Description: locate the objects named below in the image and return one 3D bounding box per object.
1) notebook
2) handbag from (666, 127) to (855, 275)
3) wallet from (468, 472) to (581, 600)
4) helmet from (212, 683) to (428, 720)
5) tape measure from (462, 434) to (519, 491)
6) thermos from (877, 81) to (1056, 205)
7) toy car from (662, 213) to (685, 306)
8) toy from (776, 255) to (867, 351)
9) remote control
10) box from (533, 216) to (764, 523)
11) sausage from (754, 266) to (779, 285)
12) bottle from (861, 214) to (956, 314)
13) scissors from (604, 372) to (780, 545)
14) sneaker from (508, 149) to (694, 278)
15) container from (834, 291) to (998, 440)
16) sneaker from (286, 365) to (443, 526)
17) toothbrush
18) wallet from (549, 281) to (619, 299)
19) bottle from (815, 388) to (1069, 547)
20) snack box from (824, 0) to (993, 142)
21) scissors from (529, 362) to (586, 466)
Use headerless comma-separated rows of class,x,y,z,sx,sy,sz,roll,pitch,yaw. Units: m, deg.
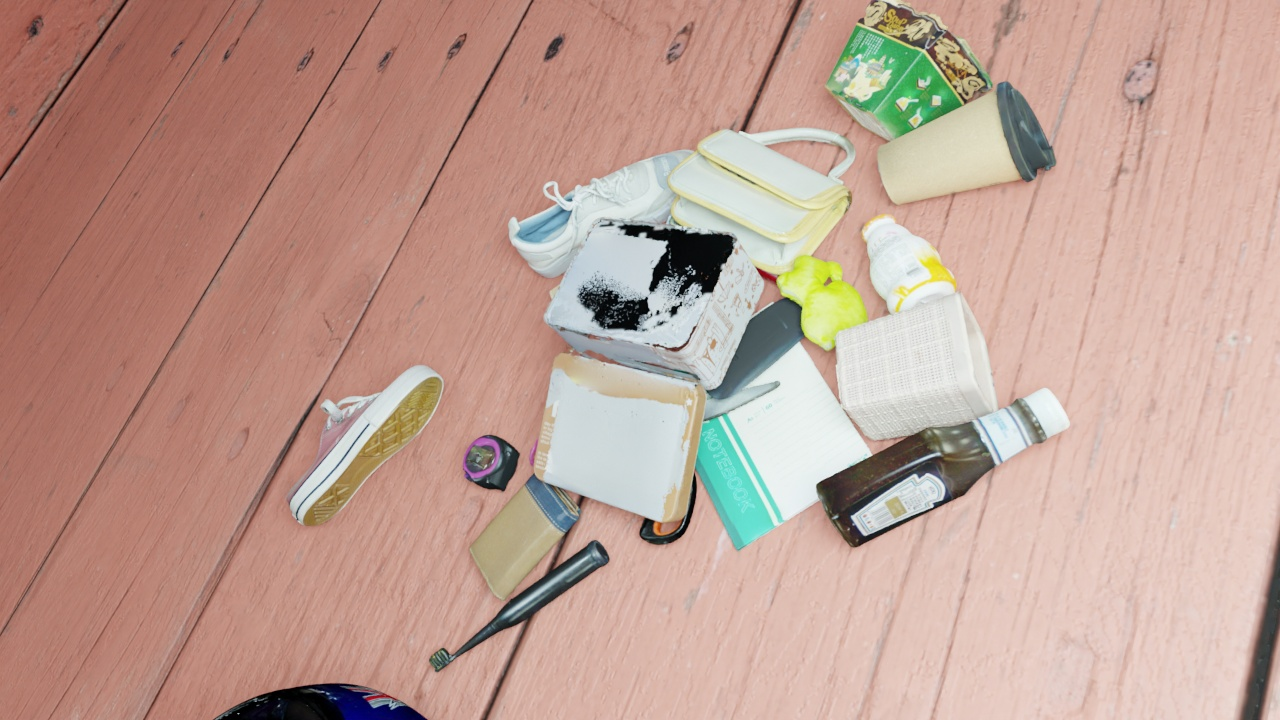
notebook,0.110,0.056,0.871,0.150,0.012,0.209,-35,50,11
handbag,0.135,-0.191,0.944,0.163,0.063,0.178,33,68,24
wallet,-0.118,0.174,0.927,0.115,0.033,0.090,-48,40,-1
helmet,-0.270,0.426,0.733,0.248,0.240,0.314,13,59,36
tape measure,-0.163,0.109,0.991,0.058,0.039,0.057,11,70,36
thermos,0.300,-0.195,0.854,0.144,0.093,0.092,-16,55,34
toy car,0.032,-0.109,0.988,0.037,0.054,0.120,13,71,35
toy,0.175,-0.056,0.864,0.100,0.031,0.096,37,58,12
remote control,0.112,-0.017,0.878,0.136,0.024,0.053,-40,53,-6
box,-0.006,0.007,0.869,0.179,0.110,0.259,14,72,36
sausage,0.129,-0.094,0.942,0.156,0.020,0.020,34,84,40
bottle,0.240,-0.086,0.838,0.063,0.063,0.108,-31,52,13
scissors,0.028,0.071,0.897,0.221,0.021,0.234,-4,62,27
sneaker,-0.045,-0.186,1.058,0.242,0.090,0.089,-27,53,15
container,0.230,0.011,0.773,0.111,0.090,0.090,-16,56,27
sneaker,-0.335,0.084,1.076,0.241,0.118,0.088,-46,69,7
toothbrush,-0.122,0.243,0.895,0.213,0.027,0.026,-36,5,9
wallet,-0.045,-0.081,1.042,0.115,0.024,0.087,-32,46,11
bottle,0.240,0.082,0.729,0.195,0.080,0.044,-29,46,12
snack box,0.259,-0.281,0.922,0.106,0.117,0.118,-51,46,12
scissors,-0.087,0.057,0.994,0.073,0.017,0.137,-15,51,36
